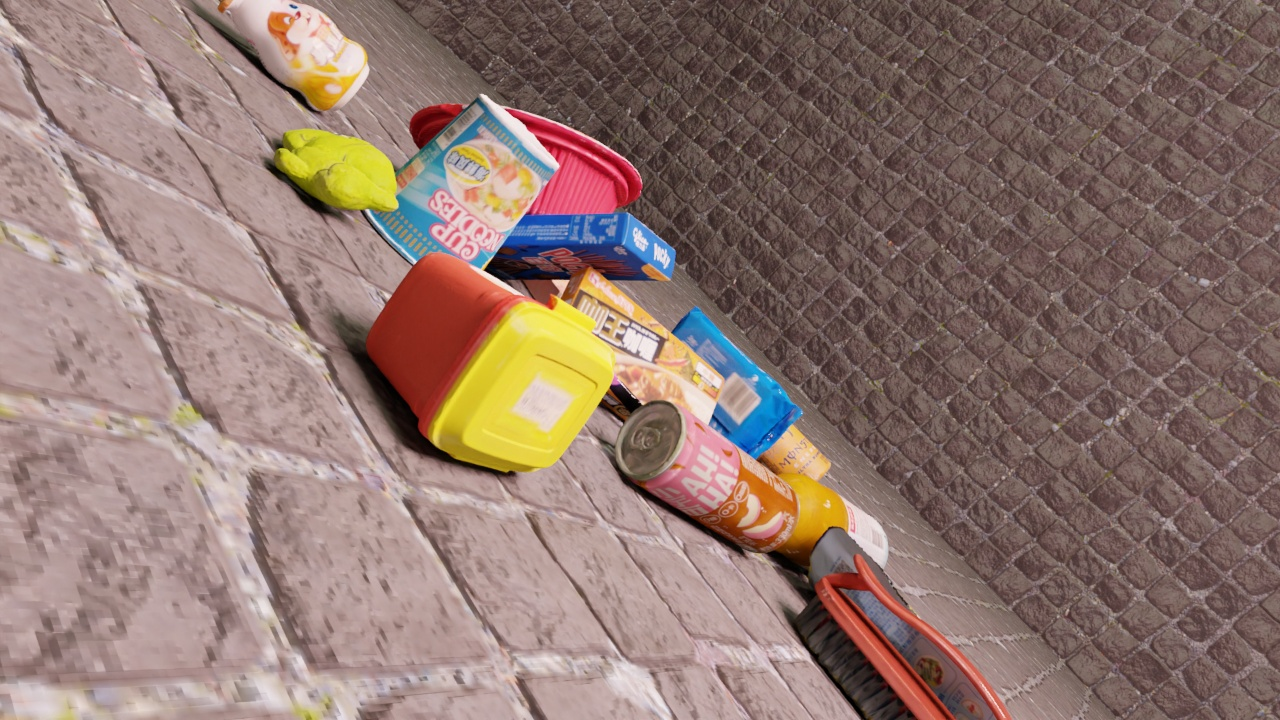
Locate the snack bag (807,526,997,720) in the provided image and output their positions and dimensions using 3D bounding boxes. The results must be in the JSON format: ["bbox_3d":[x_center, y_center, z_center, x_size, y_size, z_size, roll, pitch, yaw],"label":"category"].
[{"bbox_3d":[0.192,0.210,0.654,0.191,0.038,0.110,49,-30,37],"label":"snack bag"}]

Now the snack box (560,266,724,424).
[{"bbox_3d":[-0.004,0.004,0.697,0.153,0.075,0.026,39,-32,-27],"label":"snack box"}]

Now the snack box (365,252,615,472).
[{"bbox_3d":[-0.068,-0.002,0.416,0.080,0.082,0.091,38,4,30],"label":"snack box"}]

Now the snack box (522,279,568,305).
[{"bbox_3d":[-0.080,-0.079,0.861,0.084,0.026,0.157,25,19,-42],"label":"snack box"}]

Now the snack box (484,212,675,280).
[{"bbox_3d":[-0.062,-0.084,0.693,0.157,0.026,0.084,3,-11,26],"label":"snack box"}]

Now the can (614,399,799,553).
[{"bbox_3d":[0.049,0.081,0.620,0.147,0.058,0.058,37,12,-40],"label":"can"}]

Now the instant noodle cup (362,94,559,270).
[{"bbox_3d":[-0.117,-0.117,0.623,0.099,0.110,0.099,42,10,-9],"label":"instant noodle cup"}]

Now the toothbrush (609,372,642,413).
[{"bbox_3d":[0.013,0.055,0.669,0.189,0.014,0.017,49,15,-18],"label":"toothbrush"}]

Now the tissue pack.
[{"bbox_3d":[0.065,0.029,0.832,0.157,0.095,0.052,47,8,31],"label":"tissue pack"}]

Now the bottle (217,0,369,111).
[{"bbox_3d":[-0.263,-0.242,0.697,0.108,0.063,0.063,39,10,-31],"label":"bottle"}]

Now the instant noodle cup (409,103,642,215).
[{"bbox_3d":[-0.099,-0.134,0.739,0.194,0.065,0.194,14,-10,2],"label":"instant noodle cup"}]

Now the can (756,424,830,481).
[{"bbox_3d":[0.146,0.087,1.044,0.146,0.058,0.058,46,9,10],"label":"can"}]

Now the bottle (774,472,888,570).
[{"bbox_3d":[0.142,0.137,0.756,0.189,0.068,0.068,35,13,-47],"label":"bottle"}]

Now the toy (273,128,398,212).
[{"bbox_3d":[-0.182,-0.116,0.559,0.097,0.031,0.100,29,18,6],"label":"toy"}]

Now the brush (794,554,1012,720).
[{"bbox_3d":[0.164,0.194,0.582,0.146,0.069,0.063,49,9,30],"label":"brush"}]
